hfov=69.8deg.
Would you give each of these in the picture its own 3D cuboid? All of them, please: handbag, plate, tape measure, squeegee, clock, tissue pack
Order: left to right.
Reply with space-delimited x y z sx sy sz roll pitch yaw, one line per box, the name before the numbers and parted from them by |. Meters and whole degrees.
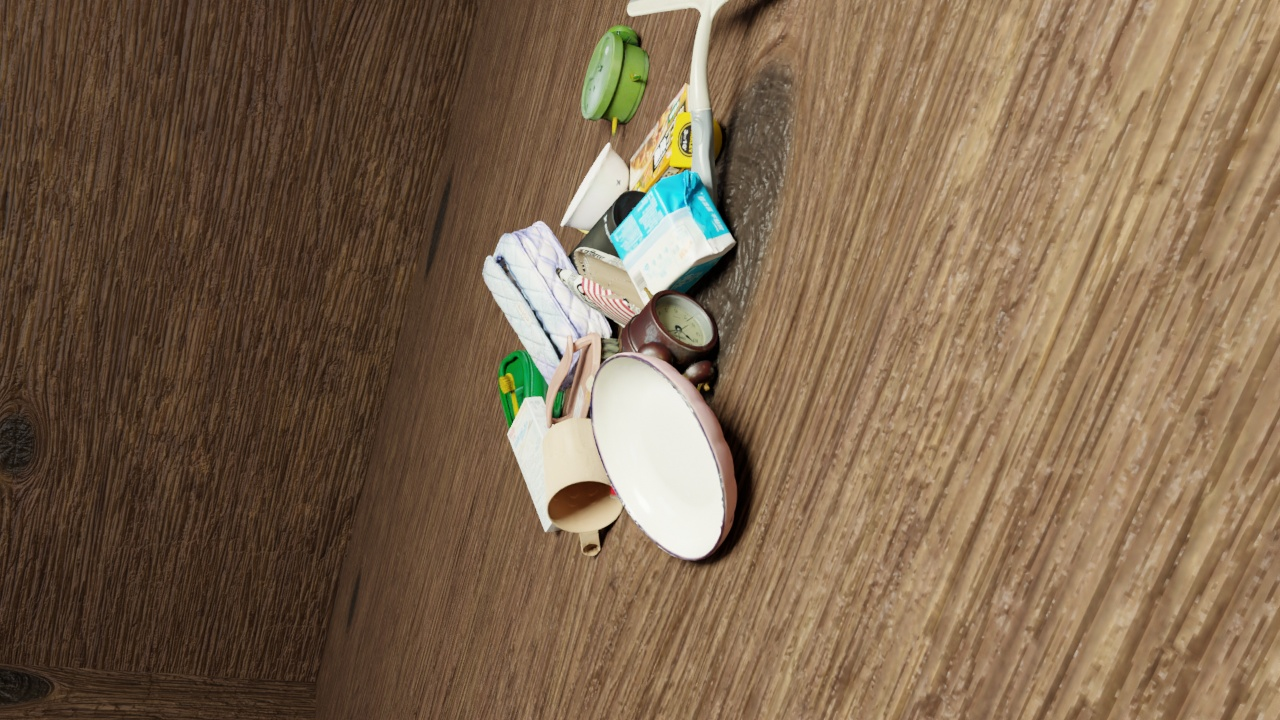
handbag | -0.156 0.048 1.304 0.132 0.068 0.120 151 121 -61
handbag | -0.122 -0.068 1.153 0.194 0.075 0.134 57 149 14
clock | -0.037 -0.389 1.251 0.161 0.056 0.116 -101 32 -44
plate | 0.024 0.080 0.805 0.192 0.039 0.193 36 137 43
tissue pack | 0.031 -0.118 0.908 0.090 0.063 0.140 63 149 9
clock | 0.030 -0.013 0.864 0.055 0.082 0.121 -51 32 38
tape measure | 0.059 -0.227 0.951 0.057 0.028 0.060 15 104 43
squeegee | 0.063 -0.253 0.897 0.247 0.039 0.246 8 100 44

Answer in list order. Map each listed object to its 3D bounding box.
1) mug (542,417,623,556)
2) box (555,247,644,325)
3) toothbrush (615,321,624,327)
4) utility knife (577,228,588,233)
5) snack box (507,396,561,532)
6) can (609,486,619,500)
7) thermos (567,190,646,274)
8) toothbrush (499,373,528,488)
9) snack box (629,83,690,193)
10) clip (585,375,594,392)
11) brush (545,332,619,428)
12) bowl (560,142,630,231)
mug | -0.066 0.142 1.042 0.103 0.084 0.125 -104 7 -50
box | -0.025 -0.085 1.037 0.077 0.075 0.164 -51 41 -11
toothbrush | -0.006 0.006 1.026 0.020 0.029 0.189 63 -170 -45
utility knife | -0.082 -0.200 1.316 0.178 0.019 0.031 36 109 60
snack box | -0.125 0.133 1.182 0.085 0.026 0.156 -58 47 42
can | 0.006 0.075 0.913 0.053 0.053 0.132 174 107 -67
thermos | -0.042 -0.117 1.133 0.090 0.068 0.243 64 152 6
toothbrush | -0.168 0.101 1.264 0.016 0.016 0.190 32 138 48
snack box | 0.029 -0.240 1.054 0.154 0.026 0.075 138 138 -56
clip | -0.018 0.057 1.008 0.034 0.060 0.097 -62 38 37
brush | -0.068 0.028 1.072 0.063 0.073 0.146 -104 23 -47
bowl | -0.043 -0.203 1.144 0.118 0.064 0.118 -56 13 20
